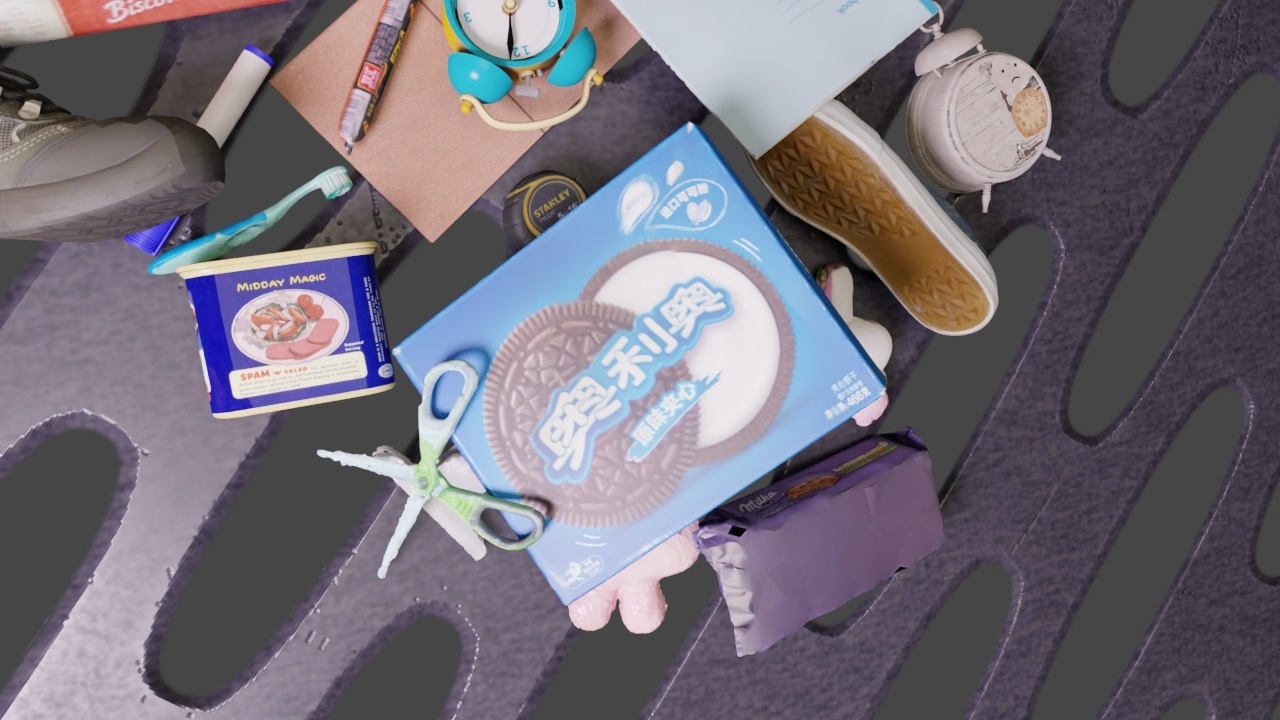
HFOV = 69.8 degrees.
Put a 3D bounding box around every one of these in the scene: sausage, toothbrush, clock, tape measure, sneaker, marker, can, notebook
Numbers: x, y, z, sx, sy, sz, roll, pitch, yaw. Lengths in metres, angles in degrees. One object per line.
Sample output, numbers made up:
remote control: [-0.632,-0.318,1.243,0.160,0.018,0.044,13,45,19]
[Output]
sausage: [-0.161,-0.204,0.583,0.020,0.020,0.155,21,87,-16]
toothbrush: [-0.243,-0.085,0.577,0.135,0.022,0.017,-32,77,-14]
clock: [0.251,-0.199,0.692,0.103,0.061,0.157,-35,103,-12]
tape measure: [-0.062,-0.097,0.621,0.061,0.034,0.061,-35,106,-21]
sneaker: [0.177,-0.121,0.671,0.235,0.088,0.079,41,50,-10]
clock: [-0.082,-0.214,0.596,0.099,0.044,0.129,-17,90,-15]
marker: [-0.271,-0.130,0.567,0.020,0.020,0.141,31,84,-15]
sneaker: [-0.352,-0.133,0.498,0.238,0.101,0.143,-9,96,-2]
can: [-0.215,-0.020,0.569,0.116,0.056,0.092,-10,97,-16]
notebook: [-0.117,-0.202,0.613,0.141,0.008,0.209,45,81,-13]
notebook: [0.058,-0.280,0.620,0.181,0.009,0.253,-41,87,-14]

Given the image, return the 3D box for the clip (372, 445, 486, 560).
clip: [-0.125,0.083,0.612,0.055,0.045,0.101,-42,104,2]

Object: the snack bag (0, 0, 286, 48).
snack bag: [-0.264,-0.237,0.526,0.224,0.078,0.041,-19,66,-19]

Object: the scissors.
scissors: [-0.132,0.070,0.571,0.171,0.023,0.172,13,113,19]

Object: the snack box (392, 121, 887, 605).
snack box: [-0.003,0.003,0.568,0.239,0.056,0.195,-36,86,11]

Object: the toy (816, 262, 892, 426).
toy: [0.150,-0.008,0.686,0.079,0.038,0.122,-31,101,-25]

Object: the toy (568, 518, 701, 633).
toy: [-0.011,0.139,0.640,0.108,0.053,0.105,7,98,-14]

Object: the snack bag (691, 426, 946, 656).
snack bag: [0.136,0.126,0.660,0.205,0.058,0.096,-21,100,-27]
